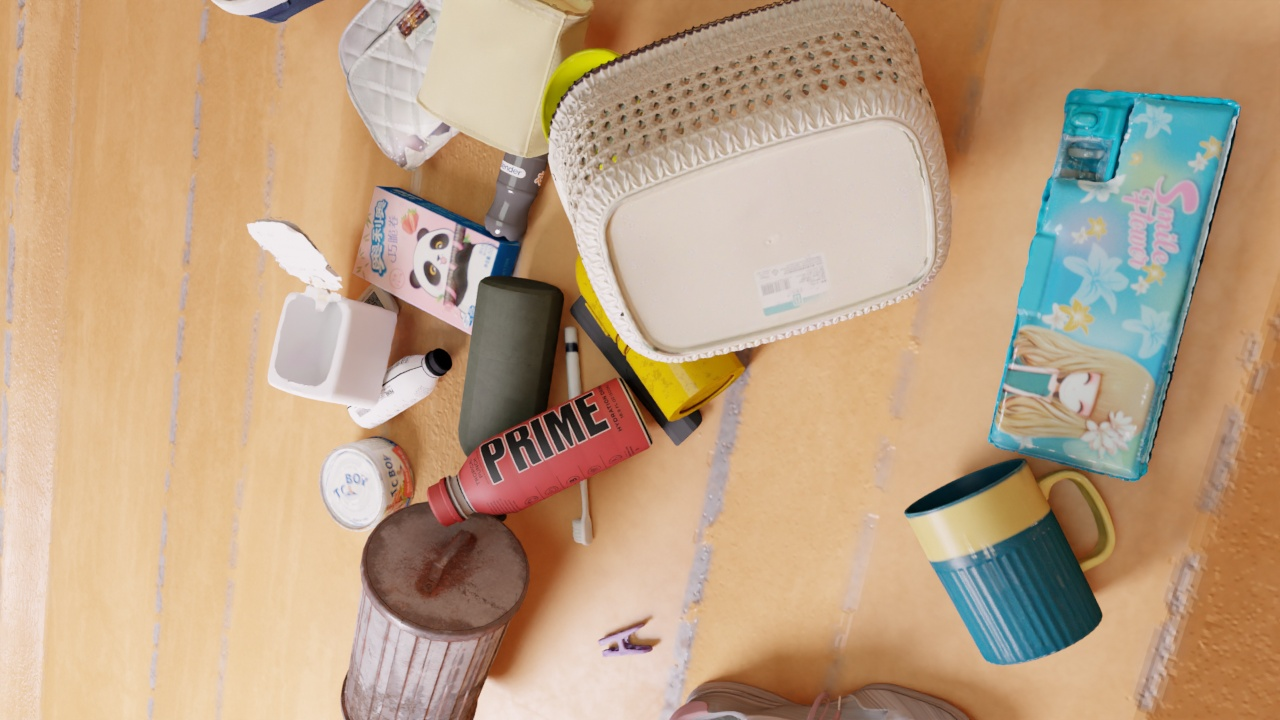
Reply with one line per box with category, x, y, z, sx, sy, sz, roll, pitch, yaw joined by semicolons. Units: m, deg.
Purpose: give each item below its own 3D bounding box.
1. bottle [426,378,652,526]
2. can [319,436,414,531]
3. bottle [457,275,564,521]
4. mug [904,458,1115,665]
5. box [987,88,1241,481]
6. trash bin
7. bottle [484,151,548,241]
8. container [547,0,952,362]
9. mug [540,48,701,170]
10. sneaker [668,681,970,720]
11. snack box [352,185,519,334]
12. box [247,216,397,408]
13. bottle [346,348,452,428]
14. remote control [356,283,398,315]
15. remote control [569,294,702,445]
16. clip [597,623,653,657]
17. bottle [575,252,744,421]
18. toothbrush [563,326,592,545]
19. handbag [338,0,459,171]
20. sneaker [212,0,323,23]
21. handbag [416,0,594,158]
bottle;-0.081;0.077;0.720;0.176;0.062;0.062;-26;81;-3
can;-0.263;0.118;0.881;0.086;0.043;0.086;3;97;27
bottle;-0.114;0.035;0.774;0.071;0.071;0.207;16;102;27
mug;0.244;0.120;0.584;0.113;0.083;0.107;-26;81;1
box;0.284;-0.046;0.561;0.094;0.039;0.227;14;102;27
trash bin;-0.176;0.224;0.765;0.131;0.130;0.212;37;129;21
bottle;-0.099;-0.155;0.766;0.036;0.036;0.110;28;108;24
container;0.069;-0.103;0.565;0.252;0.143;0.185;-16;127;9
mug;-0.010;-0.176;0.674;0.083;0.106;0.082;3;96;29
sneaker;0.119;0.285;0.658;0.237;0.089;0.099;-9;91;29
snack box;-0.185;-0.092;0.823;0.154;0.033;0.088;26;106;25
box;-0.287;-0.046;0.827;0.112;0.101;0.189;9;106;35
bottle;-0.220;0.023;0.849;0.116;0.041;0.041;-29;81;28
remote control;-0.278;-0.027;0.890;0.126;0.018;0.038;-41;75;25
remote control;-0.004;0.004;0.741;0.033;0.015;0.147;-46;73;25
clip;-0.014;0.236;0.772;0.052;0.013;0.033;-19;84;32
bottle;0.003;-0.039;0.701;0.071;0.071;0.164;-41;75;26
toothbrush;-0.055;0.064;0.778;0.017;0.012;0.187;-1;94;33
handbag;-0.167;-0.268;0.772;0.195;0.072;0.139;-34;80;28
sneaker;-0.232;-0.383;0.797;0.295;0.127;0.120;-27;87;9
handbag;-0.101;-0.229;0.683;0.111;0.081;0.119;26;122;7
